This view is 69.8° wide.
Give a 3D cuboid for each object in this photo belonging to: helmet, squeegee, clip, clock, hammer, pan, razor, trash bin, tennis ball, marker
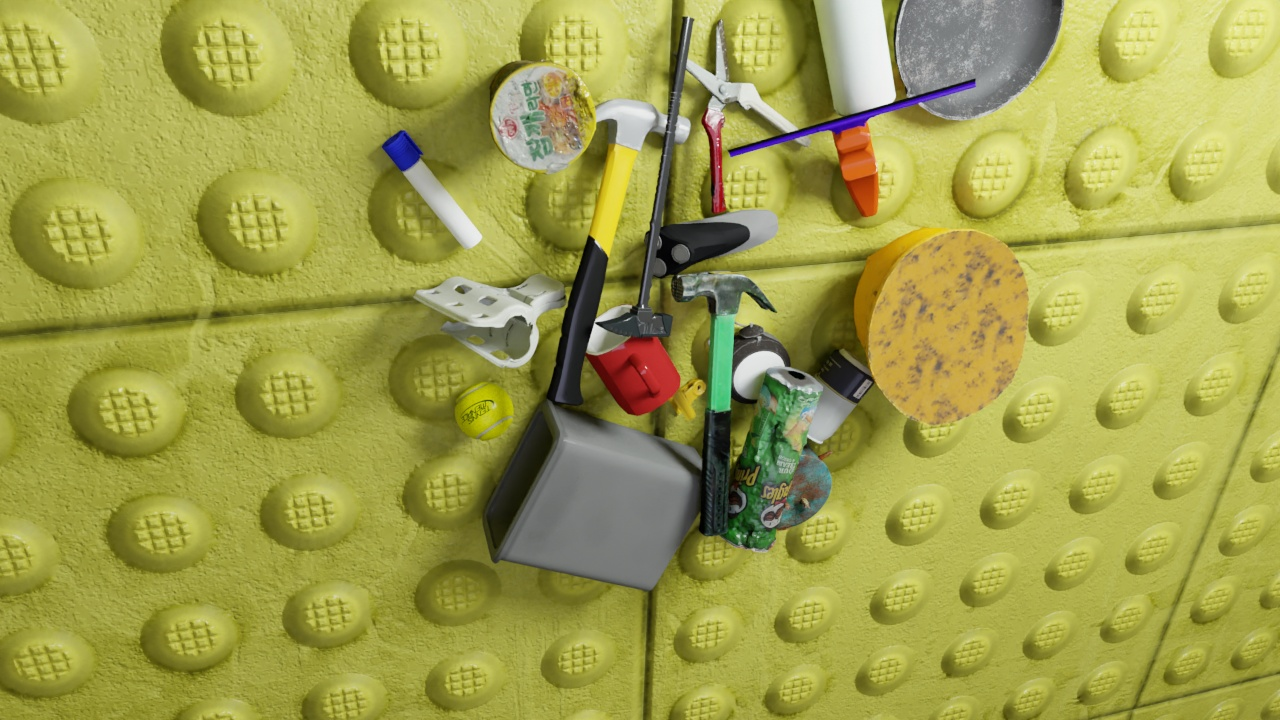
[{"bbox_3d":[0.340,-0.061,1.101,0.205,0.131,0.255,-28,123,-1],"label":"helmet"},{"bbox_3d":[0.239,-0.218,1.007,0.250,0.055,0.185,-13,149,16],"label":"squeegee"},{"bbox_3d":[-0.150,-0.043,0.969,0.150,0.127,0.110,-4,113,-43],"label":"clip"},{"bbox_3d":[0.136,0.007,1.126,0.091,0.043,0.123,-42,122,7],"label":"clock"},{"bbox_3d":[0.017,-0.182,0.937,0.094,0.015,0.325,-2,107,-40],"label":"hammer"},{"bbox_3d":[0.180,0.176,1.217,0.121,0.073,0.158,18,112,-25],"label":"clock"},{"bbox_3d":[0.312,-0.410,0.957,0.208,0.040,0.357,-43,121,8],"label":"pan"},{"bbox_3d":[0.083,-0.137,1.026,0.156,0.060,0.057,-20,112,-23],"label":"razor"},{"bbox_3d":[0.058,0.044,1.131,0.048,0.046,0.054,-18,124,22],"label":"clip"},{"bbox_3d":[-0.045,-0.112,0.953,0.127,0.029,0.323,13,94,-25],"label":"hammer"},{"bbox_3d":[-0.053,0.172,1.126,0.219,0.097,0.192,19,110,-27],"label":"trash bin"},{"bbox_3d":[-0.177,0.058,1.040,0.065,0.065,0.065,-8,120,-14],"label":"tennis ball"},{"bbox_3d":[0.092,0.054,1.070,0.130,0.032,0.319,-7,107,-29],"label":"hammer"},{"bbox_3d":[-0.208,-0.171,0.930,0.027,0.023,0.133,-47,124,-15],"label":"marker"}]

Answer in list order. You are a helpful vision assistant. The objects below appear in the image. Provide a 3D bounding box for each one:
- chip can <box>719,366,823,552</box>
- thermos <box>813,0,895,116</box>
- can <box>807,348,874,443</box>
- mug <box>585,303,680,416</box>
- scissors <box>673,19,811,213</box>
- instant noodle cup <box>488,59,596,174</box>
[{"bbox_3d":[0.157,0.119,1.112,0.075,0.075,0.223,7,109,-21],"label":"chip can"},{"bbox_3d":[0.209,-0.367,0.931,0.068,0.068,0.230,-24,123,-4],"label":"thermos"},{"bbox_3d":[0.239,0.050,1.170,0.064,0.064,0.127,28,106,-29],"label":"can"},{"bbox_3d":[-0.006,0.006,1.037,0.080,0.116,0.096,-34,122,-3],"label":"mug"},{"bbox_3d":[0.110,-0.257,0.979,0.179,0.015,0.199,-7,109,-26],"label":"scissors"},{"bbox_3d":[-0.102,-0.241,0.874,0.102,0.108,0.102,-8,119,-14],"label":"instant noodle cup"}]
